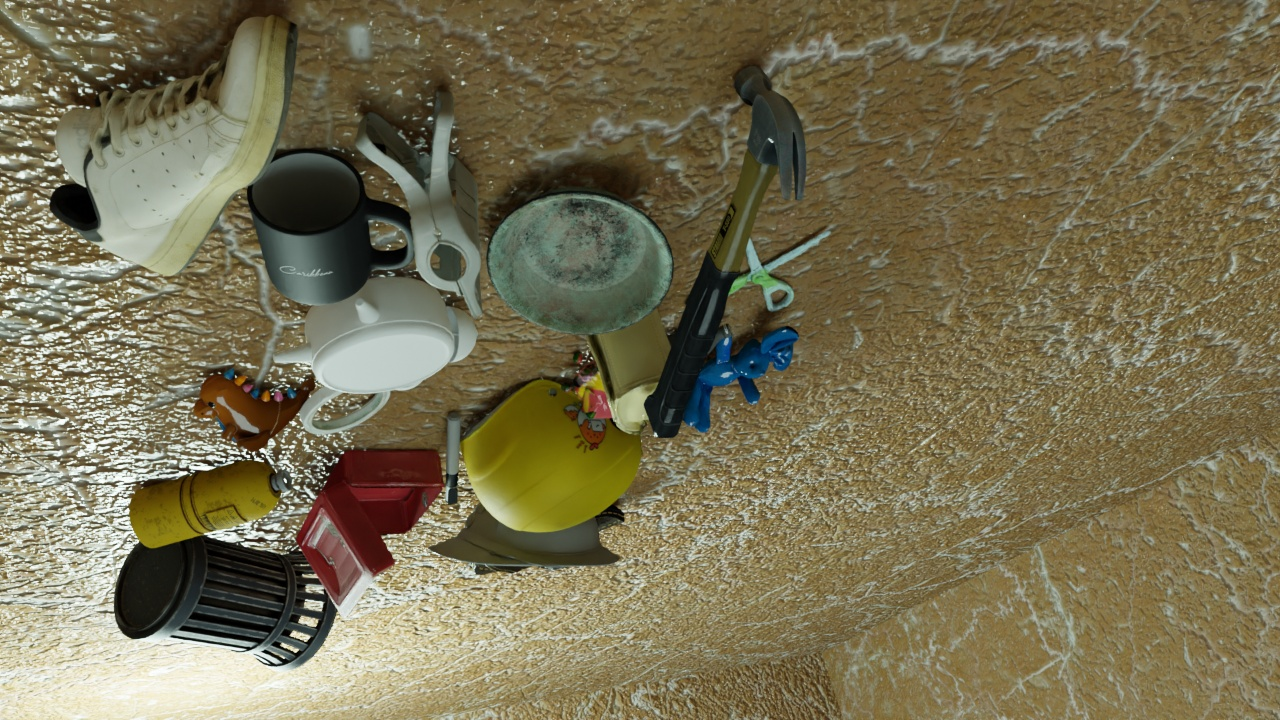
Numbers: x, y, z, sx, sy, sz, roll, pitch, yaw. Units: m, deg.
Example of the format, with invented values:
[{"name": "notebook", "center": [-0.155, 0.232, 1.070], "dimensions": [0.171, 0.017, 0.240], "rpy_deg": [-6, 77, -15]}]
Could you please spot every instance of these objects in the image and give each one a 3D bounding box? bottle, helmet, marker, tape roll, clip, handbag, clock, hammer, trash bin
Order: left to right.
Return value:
[{"name": "bottle", "center": [-0.476, 0.157, 1.032], "dimensions": [0.164, 0.071, 0.071], "rpy_deg": [-16, 152, 0]}, {"name": "trash bin", "center": [-0.536, 0.304, 1.188], "dimensions": [0.164, 0.164, 0.227], "rpy_deg": [-25, 147, 18]}, {"name": "tape roll", "center": [-0.304, 0.045, 0.947], "dimensions": [0.093, 0.013, 0.093], "rpy_deg": [-29, 160, -11]}, {"name": "clock", "center": [-0.235, -0.027, 0.831], "dimensions": [0.126, 0.072, 0.160], "rpy_deg": [-28, 157, 23]}, {"name": "clip", "center": [-0.144, -0.114, 0.661], "dimensions": [0.072, 0.124, 0.143], "rpy_deg": [-19, 128, 0]}, {"name": "marker", "center": [-0.225, 0.118, 1.097], "dimensions": [0.016, 0.016, 0.141], "rpy_deg": [-5, 130, -19]}, {"name": "helmet", "center": [-0.152, 0.216, 1.270], "dimensions": [0.270, 0.117, 0.184], "rpy_deg": [8, 176, -28]}, {"name": "helmet", "center": [-0.093, 0.135, 1.112], "dimensions": [0.239, 0.139, 0.210], "rpy_deg": [12, 142, -42]}, {"name": "handbag", "center": [-0.006, 0.005, 0.940], "dimensions": [0.081, 0.119, 0.111], "rpy_deg": [-16, 152, -3]}, {"name": "bottle", "center": [0.048, -0.015, 1.017], "dimensions": [0.110, 0.036, 0.036], "rpy_deg": [-21, 152, 11]}, {"name": "hammer", "center": [0.060, -0.061, 0.756], "dimensions": [0.025, 0.117, 0.334], "rpy_deg": [0, 133, -21]}]

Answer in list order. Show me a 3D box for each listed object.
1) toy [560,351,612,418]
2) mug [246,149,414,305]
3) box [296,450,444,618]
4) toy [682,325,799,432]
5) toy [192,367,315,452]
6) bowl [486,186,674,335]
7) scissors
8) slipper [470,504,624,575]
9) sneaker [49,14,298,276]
[{"name": "toy", "center": [-0.037, 0.026, 1.035], "dimensions": [0.103, 0.046, 0.084], "rpy_deg": [6, 105, -40]}, {"name": "mug", "center": [-0.223, -0.095, 0.679], "dimensions": [0.113, 0.078, 0.088], "rpy_deg": [4, 149, -9]}, {"name": "box", "center": [-0.324, 0.190, 1.132], "dimensions": [0.167, 0.154, 0.158], "rpy_deg": [-33, 171, -43]}, {"name": "toy", "center": [0.119, 0.013, 1.075], "dimensions": [0.177, 0.071, 0.112], "rpy_deg": [-39, 148, 21]}, {"name": "toy", "center": [-0.377, 0.035, 0.900], "dimensions": [0.103, 0.070, 0.090], "rpy_deg": [-37, 140, -8]}, {"name": "bowl", "center": [-0.051, -0.090, 0.787], "dimensions": [0.157, 0.038, 0.158], "rpy_deg": [1, 136, 0]}, {"name": "scissors", "center": [0.124, -0.089, 0.949], "dimensions": [0.172, 0.022, 0.174], "rpy_deg": [-27, 145, 26]}, {"name": "slipper", "center": [-0.145, 0.300, 1.459], "dimensions": [0.268, 0.075, 0.113], "rpy_deg": [-23, 151, 14]}, {"name": "sneaker", "center": [-0.297, -0.141, 0.571], "dimensions": [0.102, 0.088, 0.242], "rpy_deg": [21, 141, -37]}]
